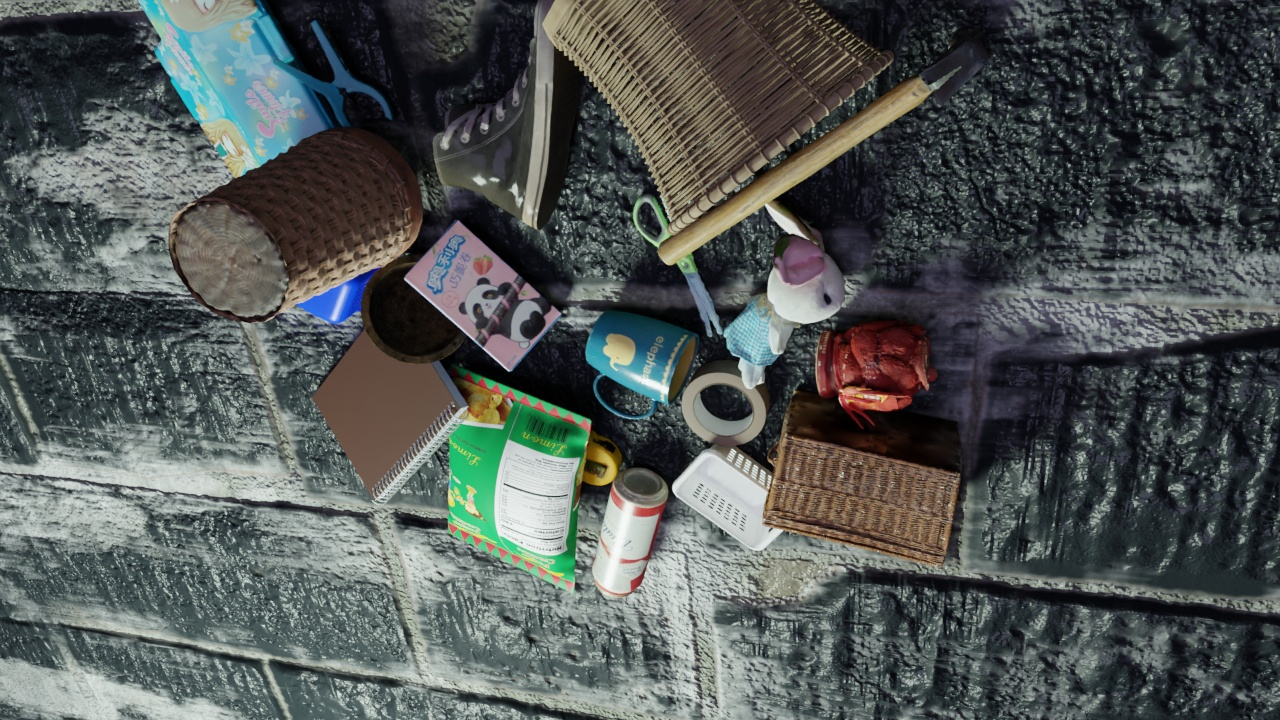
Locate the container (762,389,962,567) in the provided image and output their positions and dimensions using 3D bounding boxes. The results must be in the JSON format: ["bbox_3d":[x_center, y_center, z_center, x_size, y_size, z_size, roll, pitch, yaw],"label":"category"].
[{"bbox_3d":[0.232,0.118,0.958,0.198,0.113,0.113,11,118,11],"label":"container"}]

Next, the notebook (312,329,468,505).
[{"bbox_3d":[-0.308,0.054,1.117,0.210,0.022,0.171,-43,75,32],"label":"notebook"}]

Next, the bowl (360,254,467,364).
[{"bbox_3d":[-0.251,-0.057,1.039,0.121,0.056,0.121,0,91,-10],"label":"bowl"}]

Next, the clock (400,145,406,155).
[{"bbox_3d":[-0.291,-0.176,1.004,0.087,0.044,0.125,14,122,11],"label":"clock"}]

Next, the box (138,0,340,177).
[{"bbox_3d":[-0.444,-0.305,0.971,0.181,0.073,0.227,-18,112,25],"label":"box"}]

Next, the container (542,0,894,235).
[{"bbox_3d":[0.054,-0.249,0.752,0.227,0.226,0.196,-35,97,31],"label":"container"}]

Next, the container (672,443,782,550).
[{"bbox_3d":[0.111,0.149,1.052,0.129,0.049,0.081,36,123,-4],"label":"container"}]

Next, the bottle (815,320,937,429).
[{"bbox_3d":[0.234,0.011,0.908,0.111,0.098,0.099,1,119,23],"label":"bottle"}]

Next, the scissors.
[{"bbox_3d":[0.045,-0.098,0.958,0.072,0.033,0.175,-14,110,21],"label":"scissors"}]

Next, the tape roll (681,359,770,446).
[{"bbox_3d":[0.094,0.047,1.011,0.094,0.030,0.094,8,120,14],"label":"tape roll"}]

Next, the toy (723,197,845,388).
[{"bbox_3d":[0.147,-0.050,0.906,0.105,0.130,0.206,8,128,-5],"label":"toy"}]

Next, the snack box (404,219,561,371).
[{"bbox_3d":[-0.172,-0.070,1.005,0.154,0.033,0.088,43,84,-8],"label":"snack box"}]

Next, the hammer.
[{"bbox_3d":[0.149,-0.176,0.802,0.331,0.132,0.033,-31,102,28],"label":"hammer"}]

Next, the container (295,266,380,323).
[{"bbox_3d":[-0.371,-0.102,1.064,0.114,0.058,0.096,32,123,-1],"label":"container"}]

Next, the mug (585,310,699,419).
[{"bbox_3d":[-0.006,0.006,0.983,0.104,0.084,0.112,22,98,15],"label":"mug"}]

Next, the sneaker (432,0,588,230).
[{"bbox_3d":[-0.125,-0.251,0.884,0.120,0.095,0.235,21,130,6],"label":"sneaker"}]

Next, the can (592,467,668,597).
[{"bbox_3d":[-0.015,0.211,1.118,0.067,0.067,0.170,19,123,7],"label":"can"}]

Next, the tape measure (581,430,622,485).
[{"bbox_3d":[-0.053,0.122,1.103,0.059,0.030,0.068,22,123,8],"label":"tape measure"}]

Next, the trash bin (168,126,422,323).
[{"bbox_3d":[-0.326,-0.129,0.891,0.151,0.209,0.151,8,120,13],"label":"trash bin"}]

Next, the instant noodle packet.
[{"bbox_3d":[-0.153,0.145,1.105,0.196,0.090,0.253,20,121,22],"label":"instant noodle packet"}]

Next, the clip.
[{"bbox_3d":[-0.299,-0.293,0.945,0.113,0.028,0.127,-33,109,6],"label":"clip"}]
